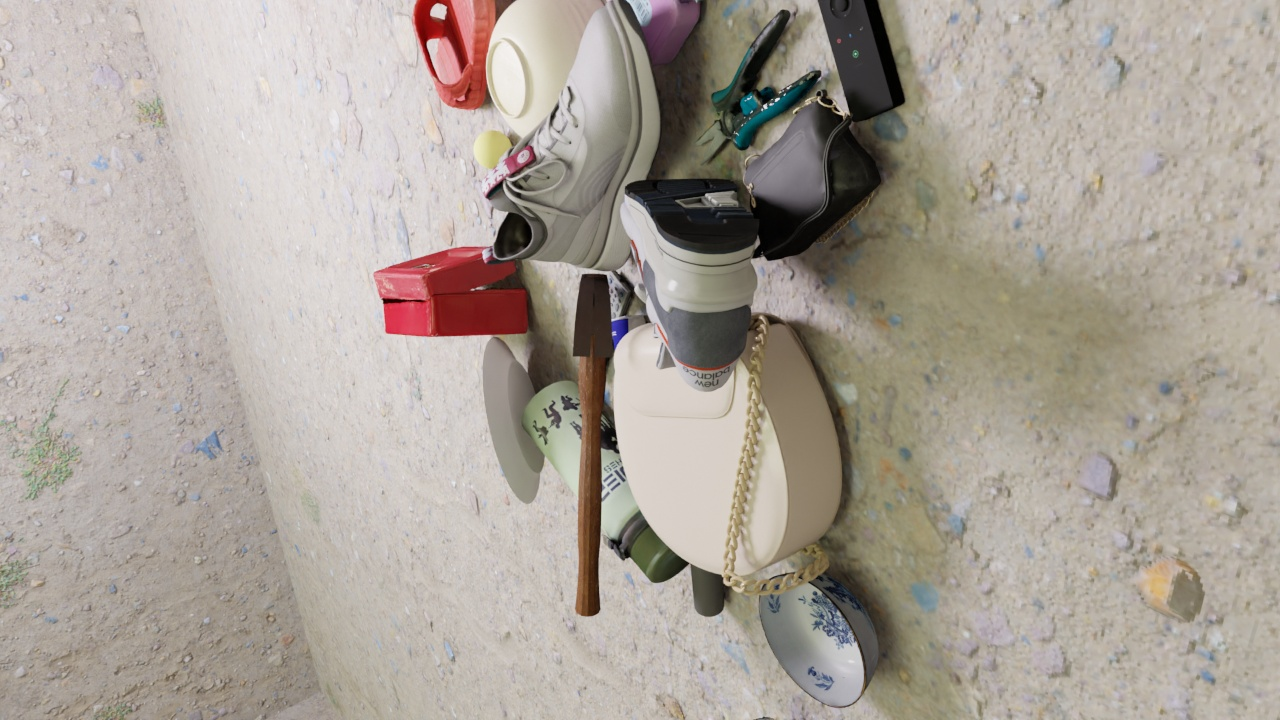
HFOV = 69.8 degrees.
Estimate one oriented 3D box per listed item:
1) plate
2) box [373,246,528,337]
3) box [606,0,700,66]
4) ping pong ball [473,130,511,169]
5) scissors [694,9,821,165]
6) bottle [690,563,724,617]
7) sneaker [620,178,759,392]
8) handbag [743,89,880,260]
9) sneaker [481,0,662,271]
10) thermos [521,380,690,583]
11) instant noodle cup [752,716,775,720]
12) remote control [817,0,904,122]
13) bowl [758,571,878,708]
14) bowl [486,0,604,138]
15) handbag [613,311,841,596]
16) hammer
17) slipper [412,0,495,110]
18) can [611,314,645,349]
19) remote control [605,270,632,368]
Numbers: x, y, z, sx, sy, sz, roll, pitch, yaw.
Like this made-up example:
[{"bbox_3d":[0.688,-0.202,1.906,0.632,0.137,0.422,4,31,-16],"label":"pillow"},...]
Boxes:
[{"bbox_3d":[-0.134,0.064,1.022,0.188,0.016,0.188,-11,-91,-83],"label":"plate"},{"bbox_3d":[-0.219,-0.068,1.059,0.158,0.133,0.110,10,113,55],"label":"box"},{"bbox_3d":[-0.004,-0.346,0.680,0.151,0.034,0.214,-41,73,52],"label":"box"},{"bbox_3d":[-0.154,-0.220,0.959,0.040,0.040,0.040,32,132,44],"label":"ping pong ball"},{"bbox_3d":[0.079,-0.185,0.654,0.148,0.019,0.123,28,130,48],"label":"scissors"},{"bbox_3d":[0.062,0.193,0.866,0.030,0.030,0.113,33,140,43],"label":"bottle"},{"bbox_3d":[0.032,-0.055,0.648,0.239,0.089,0.124,-97,6,-71],"label":"sneaker"},{"bbox_3d":[0.107,-0.122,0.616,0.129,0.054,0.079,-43,66,61],"label":"handbag"},{"bbox_3d":[-0.061,-0.168,0.739,0.264,0.128,0.096,108,145,-51],"label":"sneaker"},{"bbox_3d":[-0.033,0.124,0.932,0.231,0.082,0.082,47,142,31],"label":"thermos"},{"bbox_3d":[0.140,0.394,0.794,0.112,0.137,0.137,-6,103,47],"label":"instant noodle cup"},{"bbox_3d":[0.126,-0.225,0.566,0.034,0.013,0.150,-10,99,57],"label":"remote control"},{"bbox_3d":[0.152,0.218,0.745,0.114,0.045,0.114,32,132,44],"label":"bowl"},{"bbox_3d":[-0.088,-0.253,0.811,0.151,0.075,0.151,33,133,44],"label":"bowl"},{"bbox_3d":[0.058,0.069,0.750,0.211,0.103,0.208,-2,101,55],"label":"handbag"},{"bbox_3d":[-0.046,0.082,0.845,0.115,0.033,0.323,-101,13,-77],"label":"hammer"},{"bbox_3d":[-0.189,-0.315,0.902,0.249,0.059,0.103,162,93,-72],"label":"slipper"},{"bbox_3d":[-0.005,0.005,0.858,0.032,0.032,0.095,-8,91,57],"label":"can"},{"bbox_3d":[-0.036,-0.031,0.913,0.033,0.013,0.137,52,144,26],"label":"remote control"}]
